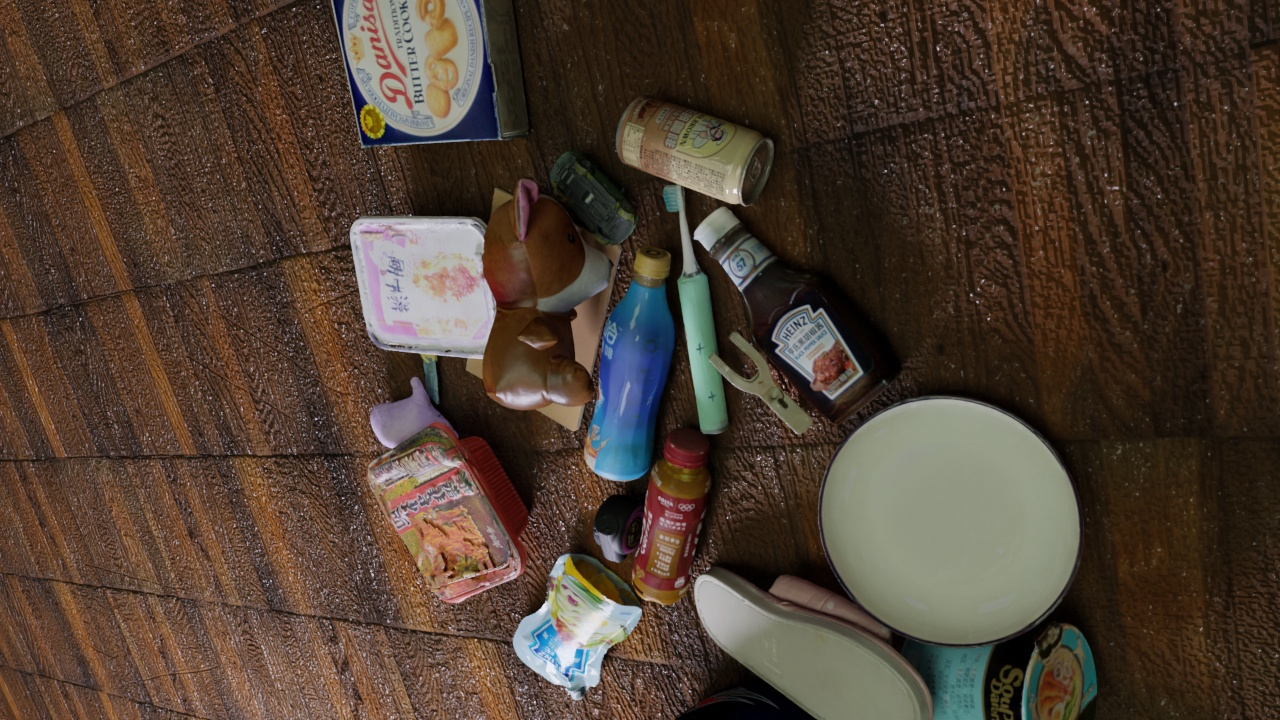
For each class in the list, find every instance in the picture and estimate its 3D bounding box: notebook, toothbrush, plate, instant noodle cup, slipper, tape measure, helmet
[{"bbox_3d":[-0.101,-0.047,0.899,0.148,0.008,0.208,27,122,21],"label":"notebook"},{"bbox_3d":[0.049,-0.042,0.793,0.027,0.026,0.225,-5,108,17],"label":"toothbrush"},{"bbox_3d":[0.237,0.122,0.710,0.193,0.039,0.192,0,90,25],"label":"plate"},{"bbox_3d":[0.275,0.252,0.724,0.121,0.111,0.111,-5,108,51],"label":"instant noodle cup"},{"bbox_3d":[-0.200,0.162,1.006,0.165,0.078,0.189,-28,92,38],"label":"instant noodle cup"},{"bbox_3d":[0.147,0.246,0.803,0.275,0.054,0.114,10,115,55],"label":"slipper"},{"bbox_3d":[-0.022,0.161,0.904,0.039,0.057,0.057,15,139,29],"label":"tape measure"},{"bbox_3d":[0.091,0.442,0.836,0.247,0.239,0.316,52,129,3],"label":"helmet"},{"bbox_3d":[-0.195,-0.077,0.901,0.174,0.060,0.138,6,111,30],"label":"instant noodle cup"}]

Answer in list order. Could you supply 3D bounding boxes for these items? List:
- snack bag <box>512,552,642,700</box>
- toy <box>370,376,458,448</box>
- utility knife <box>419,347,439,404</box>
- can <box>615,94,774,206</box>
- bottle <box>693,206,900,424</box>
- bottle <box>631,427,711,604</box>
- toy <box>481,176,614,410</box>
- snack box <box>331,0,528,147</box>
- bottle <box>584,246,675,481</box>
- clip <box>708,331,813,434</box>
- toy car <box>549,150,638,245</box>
[{"bbox_3d":[-0.075,0.297,1.010,0.110,0.038,0.191,31,125,5],"label":"snack bag"},{"bbox_3d":[-0.263,0.067,1.030,0.108,0.038,0.084,-18,109,36],"label":"toy"},{"bbox_3d":[-0.228,-0.046,0.981,0.031,0.020,0.199,16,122,33],"label":"utility knife"},{"bbox_3d":[0.042,-0.166,0.726,0.116,0.058,0.059,25,121,22],"label":"can"},{"bbox_3d":[0.119,-0.042,0.739,0.195,0.043,0.080,49,126,7],"label":"bottle"},{"bbox_3d":[0.031,0.147,0.865,0.057,0.057,0.175,22,120,24],"label":"bottle"},{"bbox_3d":[-0.084,-0.057,0.804,0.140,0.130,0.199,-168,69,-78],"label":"toy"},{"bbox_3d":[-0.196,-0.289,0.836,0.183,0.045,0.178,4,111,31],"label":"snack box"},{"bbox_3d":[-0.005,0.005,0.824,0.065,0.065,0.219,24,120,23],"label":"bottle"},{"bbox_3d":[0.102,0.018,0.785,0.104,0.081,0.035,42,94,-14],"label":"clip"},{"bbox_3d":[-0.039,-0.143,0.801,0.091,0.036,0.043,49,126,6],"label":"toy car"}]
